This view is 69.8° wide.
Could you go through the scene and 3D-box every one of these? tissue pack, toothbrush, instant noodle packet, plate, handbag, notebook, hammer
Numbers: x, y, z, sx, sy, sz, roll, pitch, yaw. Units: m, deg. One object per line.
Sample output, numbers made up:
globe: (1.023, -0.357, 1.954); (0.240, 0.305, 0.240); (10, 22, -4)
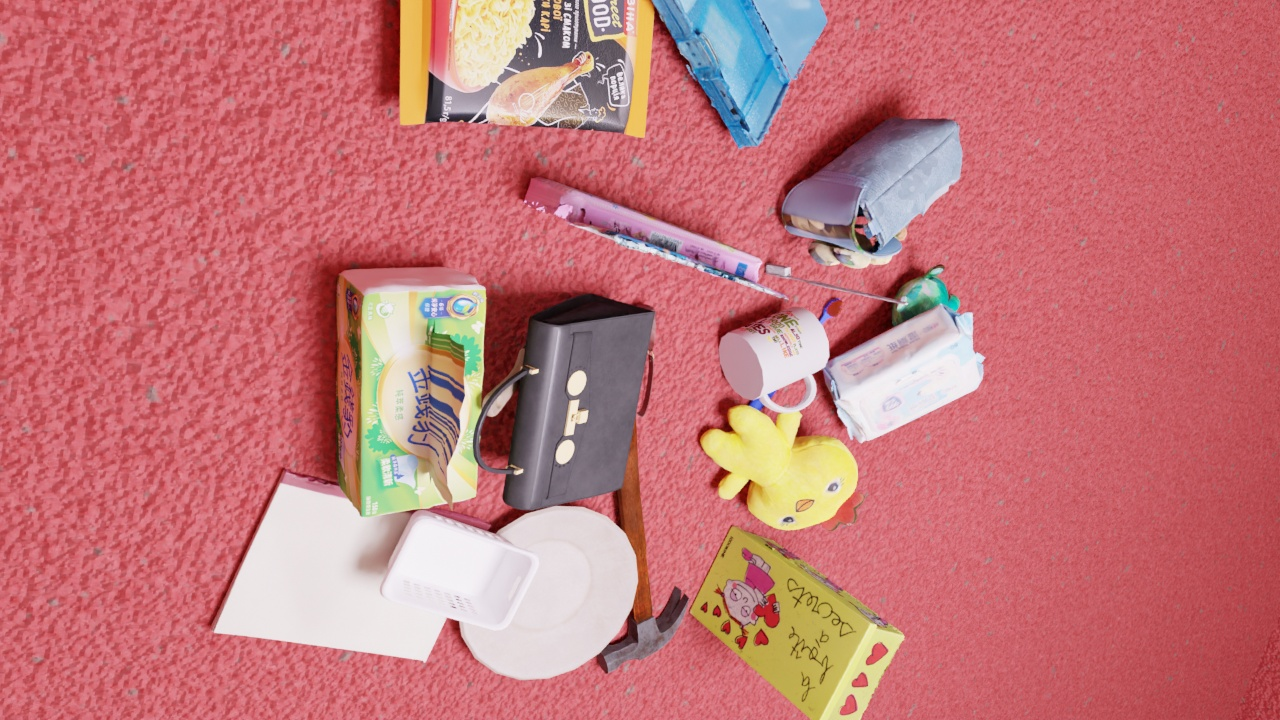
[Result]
tissue pack: (0.306, 0.017, 1.053); (0.182, 0.070, 0.112); (-27, 134, 11)
toothbrush: (0.190, -0.077, 0.910); (0.010, 0.182, 0.010); (-16, 113, -34)
instant noodle packet: (-0.083, -0.265, 0.729); (0.220, 0.032, 0.160); (-5, 109, -32)
toothbrush: (0.171, 0.001, 1.030); (0.016, 0.018, 0.182); (41, 83, -13)
plate: (-0.093, 0.231, 0.927); (0.188, 0.027, 0.189); (-7, 107, -23)
handbag: (0.247, -0.169, 0.956); (0.191, 0.122, 0.119); (-39, 124, -21)
handbag: (-0.005, 0.005, 0.913); (0.055, 0.029, 0.120); (-21, 124, -23)
tissue pack: (-0.174, 0.032, 0.734); (0.120, 0.141, 0.198); (-12, 114, -30)
notebook: (-0.252, 0.191, 0.827); (0.208, 0.012, 0.153); (24, 93, -38)
hammer: (-0.007, 0.192, 0.981); (0.110, 0.028, 0.301); (-18, 117, -26)
handbag: (-0.080, 0.042, 0.793); (0.195, 0.072, 0.176); (-16, 120, -60)

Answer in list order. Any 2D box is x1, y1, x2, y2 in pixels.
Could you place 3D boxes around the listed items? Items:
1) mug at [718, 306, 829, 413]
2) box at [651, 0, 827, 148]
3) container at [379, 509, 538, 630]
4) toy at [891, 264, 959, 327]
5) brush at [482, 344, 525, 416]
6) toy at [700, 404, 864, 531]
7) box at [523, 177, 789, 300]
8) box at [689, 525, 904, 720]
mug: (0.147, 0.005, 0.972); (0.089, 0.074, 0.105); (-22, 93, -26)
box: (0.085, -0.331, 0.822); (0.231, 0.033, 0.174); (49, 63, -43)
container: (-0.167, 0.186, 0.833); (0.129, 0.049, 0.081); (26, 92, -29)
toy: (0.348, -0.040, 1.106); (0.130, 0.072, 0.193); (-46, 136, -11)
brush: (-0.098, 0.004, 0.805); (0.150, 0.012, 0.039); (-53, 147, -54)
toy: (0.161, 0.120, 1.028); (0.207, 0.092, 0.134); (31, 117, -31)
box: (0.028, -0.101, 0.806); (0.230, 0.159, 0.035); (14, 102, -37)
box: (0.167, 0.289, 1.014); (0.080, 0.221, 0.124); (24, 96, -37)
